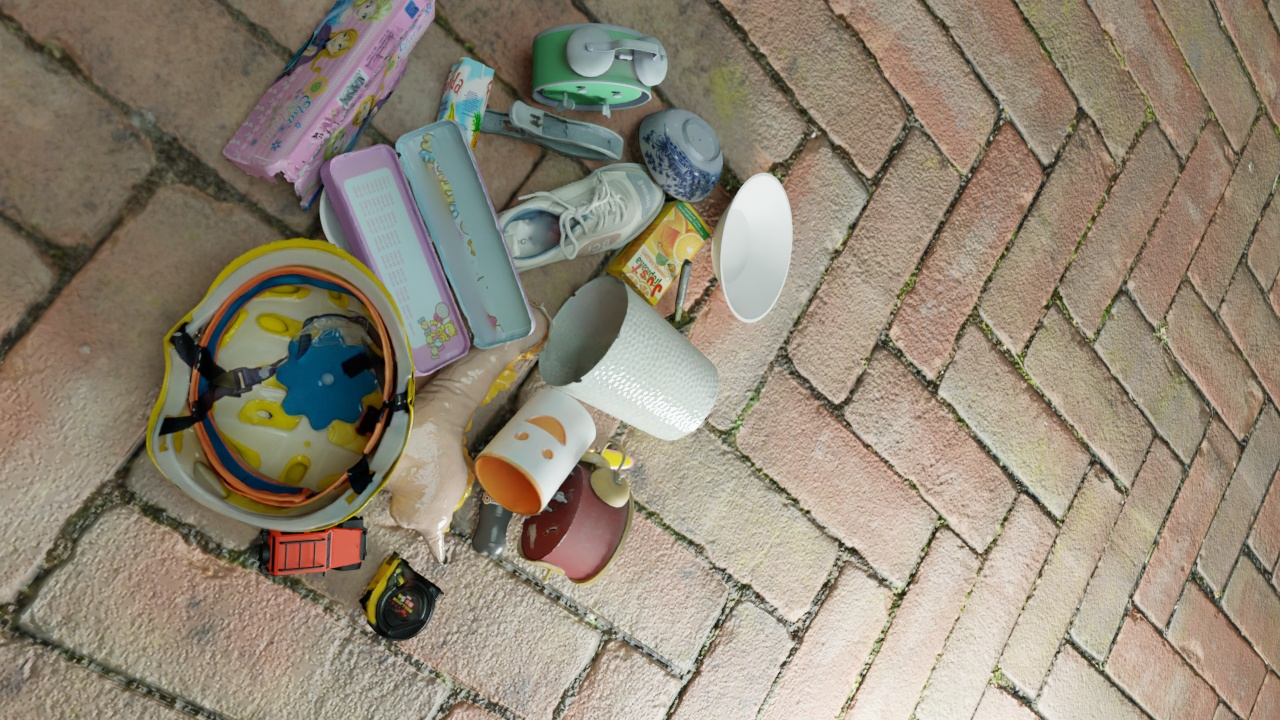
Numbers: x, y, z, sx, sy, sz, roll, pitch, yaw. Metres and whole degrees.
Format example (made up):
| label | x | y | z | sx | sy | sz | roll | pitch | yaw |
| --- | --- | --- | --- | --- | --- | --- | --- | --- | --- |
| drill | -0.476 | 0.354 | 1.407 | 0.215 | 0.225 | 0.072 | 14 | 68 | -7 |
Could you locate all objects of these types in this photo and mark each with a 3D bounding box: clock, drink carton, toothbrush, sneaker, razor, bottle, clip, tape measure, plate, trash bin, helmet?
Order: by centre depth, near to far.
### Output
| label | x | y | z | sx | sy | sz | roll | pitch | yaw |
| --- | --- | --- | --- | --- | --- | --- | --- | --- | --- |
| helmet | -0.290 | 0.023 | 0.801 | 0.209 | 0.140 | 0.240 | 16 | 85 | -2 |
| drink carton | -0.181 | -0.235 | 0.910 | 0.038 | 0.044 | 0.129 | 15 | 88 | -31 |
| tape measure | -0.240 | 0.240 | 0.914 | 0.071 | 0.042 | 0.072 | 46 | 67 | -26 |
| clock | -0.040 | -0.292 | 0.920 | 0.121 | 0.162 | 0.075 | -1 | 93 | -31 |
| clip | -0.093 | -0.236 | 0.958 | 0.162 | 0.091 | 0.027 | 8 | 89 | -45 |
| sneaker | -0.060 | -0.147 | 0.962 | 0.241 | 0.091 | 0.089 | -25 | 105 | -28 |
| bottle | -0.150 | 0.148 | 0.963 | 0.036 | 0.036 | 0.110 | 14 | 87 | -31 |
| clock | -0.067 | 0.152 | 0.964 | 0.081 | 0.117 | 0.159 | 30 | 93 | -26 |
| trash bin | -0.006 | 0.006 | 0.990 | 0.161 | 0.133 | 0.133 | 34 | 76 | -34 |
| toothbrush | -0.062 | 0.106 | 1.024 | 0.135 | 0.016 | 0.021 | 12 | 83 | -31 |
| razor | 0.046 | -0.074 | 1.038 | 0.042 | 0.026 | 0.106 | -27 | 149 | -26 |
| drink carton | 0.019 | -0.121 | 1.041 | 0.058 | 0.041 | 0.122 | 46 | 72 | -25 |
| plate | 0.124 | -0.133 | 1.085 | 0.173 | 0.036 | 0.174 | -21 | 116 | -52 |

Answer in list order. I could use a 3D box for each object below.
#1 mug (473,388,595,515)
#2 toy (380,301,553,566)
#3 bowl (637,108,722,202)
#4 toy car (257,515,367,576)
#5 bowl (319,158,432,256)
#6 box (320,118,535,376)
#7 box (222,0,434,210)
| label | x | y | z | sx | sy | sz | roll | pitch | yaw |
| --- | --- | --- | --- | --- | --- | --- | --- | --- | --- |
| mug | -0.105 | 0.091 | 0.925 | 0.082 | 0.082 | 0.105 | 57 | 48 | -22 |
| toy | -0.171 | 0.058 | 0.937 | 0.263 | 0.065 | 0.196 | -47 | 125 | -27 |
| bowl | 0.055 | -0.237 | 1.025 | 0.114 | 0.045 | 0.114 | 19 | 60 | -36 |
| toy car | -0.306 | 0.177 | 0.864 | 0.100 | 0.049 | 0.051 | 2 | 93 | -32 |
| bowl | -0.253 | -0.138 | 0.875 | 0.109 | 0.041 | 0.110 | -2 | 94 | -31 |
| box | -0.192 | -0.102 | 0.851 | 0.140 | 0.062 | 0.214 | -21 | 104 | -9 |
| box | -0.268 | -0.246 | 0.846 | 0.230 | 0.085 | 0.090 | -59 | 147 | -14 |
